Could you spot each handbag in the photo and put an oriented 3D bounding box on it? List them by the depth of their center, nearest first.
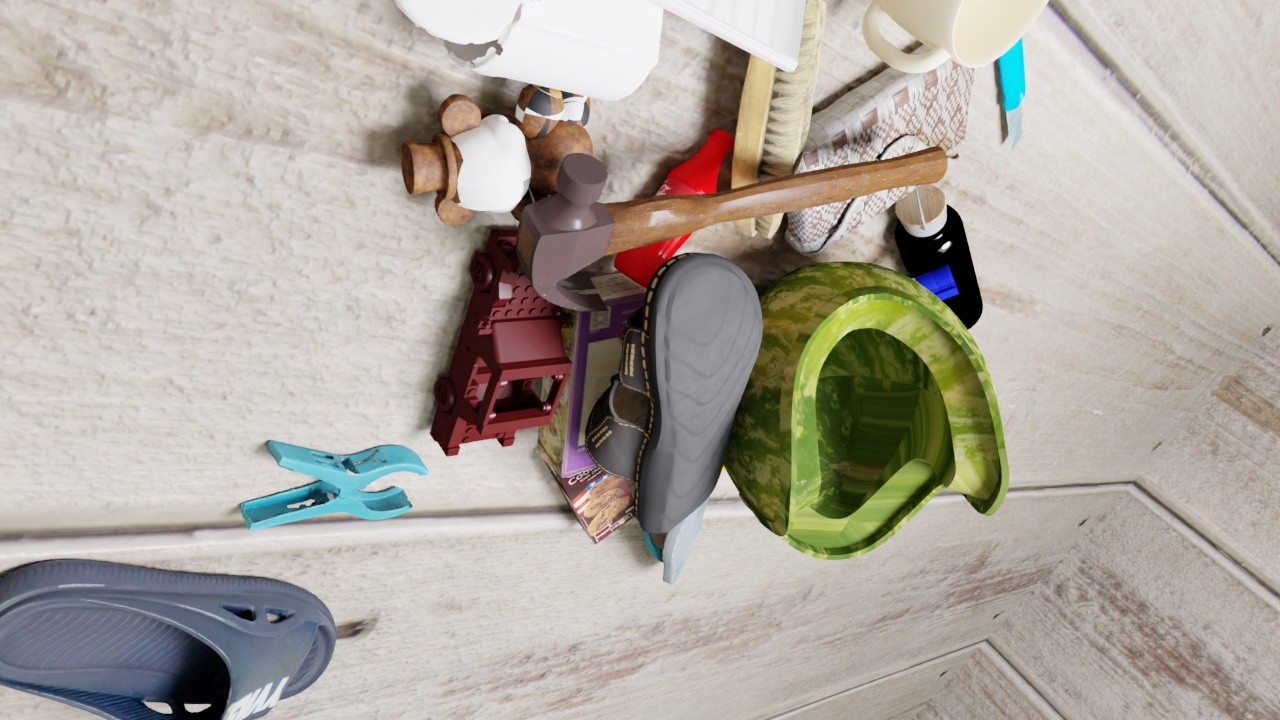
[{"bbox_3d":[0.193,-0.170,0.727,0.185,0.047,0.124,-34,144,-12],"label":"handbag"}]

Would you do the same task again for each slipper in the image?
[{"bbox_3d":[-0.302,0.203,0.616,0.111,0.083,0.268,-47,144,4],"label":"slipper"},{"bbox_3d":[0.018,0.024,0.645,0.112,0.076,0.268,-34,147,-29],"label":"slipper"},{"bbox_3d":[0.030,0.158,0.893,0.269,0.055,0.098,93,22,-60],"label":"slipper"}]

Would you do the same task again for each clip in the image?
[{"bbox_3d":[-0.212,0.097,0.638,0.126,0.028,0.114,-5,133,-41],"label":"clip"}]

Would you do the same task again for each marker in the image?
[{"bbox_3d":[0.223,-0.051,0.849,0.133,0.027,0.023,-22,152,20],"label":"marker"}]

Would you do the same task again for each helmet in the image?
[{"bbox_3d":[0.165,0.039,0.760,0.213,0.243,0.247,-7,167,-5],"label":"helmet"}]

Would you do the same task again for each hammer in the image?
[{"bbox_3d":[0.073,-0.101,0.588,0.322,0.033,0.116,-16,152,-27],"label":"hammer"}]

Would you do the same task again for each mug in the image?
[{"bbox_3d":[0.193,-0.248,0.596,0.120,0.099,0.096,-50,147,14],"label":"mug"}]

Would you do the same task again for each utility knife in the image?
[{"bbox_3d":[0.317,-0.250,0.787,0.031,0.015,0.205,-40,142,-1],"label":"utility knife"}]

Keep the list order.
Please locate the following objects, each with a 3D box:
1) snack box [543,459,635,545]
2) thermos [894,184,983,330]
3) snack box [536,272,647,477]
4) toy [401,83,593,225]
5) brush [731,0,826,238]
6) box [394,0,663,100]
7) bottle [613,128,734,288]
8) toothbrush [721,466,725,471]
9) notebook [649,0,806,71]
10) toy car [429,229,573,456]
[{"bbox_3d":[-0.043,0.107,0.805,0.051,0.032,0.141,-34,145,-12],"label":"snack box"},{"bbox_3d":[0.283,-0.099,0.876,0.061,0.061,0.231,-44,145,2],"label":"thermos"},{"bbox_3d":[-0.004,0.004,0.702,0.143,0.040,0.148,-13,125,-35],"label":"snack box"},{"bbox_3d":[-0.077,-0.115,0.515,0.112,0.067,0.087,-10,135,-25],"label":"toy"},{"bbox_3d":[0.091,-0.160,0.619,0.196,0.043,0.059,93,17,-48],"label":"brush"},{"bbox_3d":[-0.060,-0.177,0.438,0.165,0.092,0.083,-3,107,-40],"label":"box"},{"bbox_3d":[0.026,-0.107,0.635,0.119,0.036,0.036,-57,144,1],"label":"bottle"},{"bbox_3d":[0.110,0.100,0.962,0.135,0.016,0.021,-31,139,-15],"label":"toothbrush"},{"bbox_3d":[0.026,-0.245,0.454,0.209,0.009,0.142,5,94,-47],"label":"notebook"},{"bbox_3d":[-0.088,-0.002,0.617,0.070,0.062,0.170,-7,132,-40],"label":"toy car"}]
